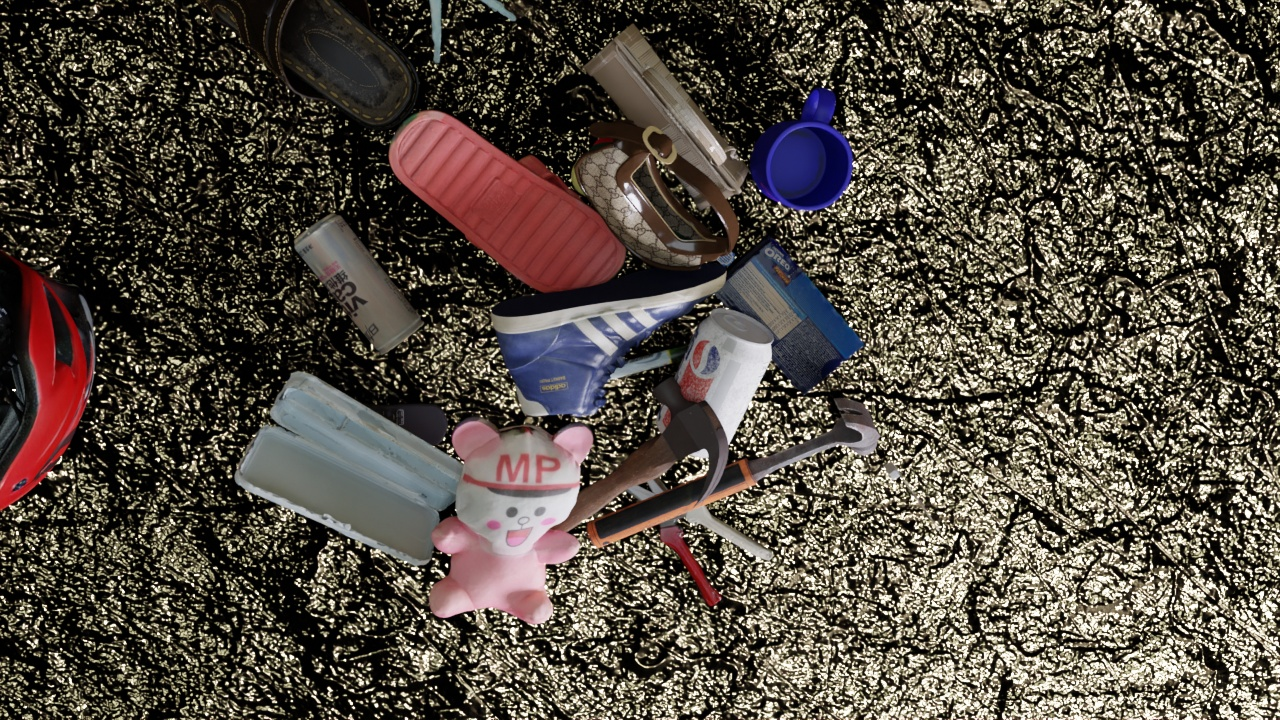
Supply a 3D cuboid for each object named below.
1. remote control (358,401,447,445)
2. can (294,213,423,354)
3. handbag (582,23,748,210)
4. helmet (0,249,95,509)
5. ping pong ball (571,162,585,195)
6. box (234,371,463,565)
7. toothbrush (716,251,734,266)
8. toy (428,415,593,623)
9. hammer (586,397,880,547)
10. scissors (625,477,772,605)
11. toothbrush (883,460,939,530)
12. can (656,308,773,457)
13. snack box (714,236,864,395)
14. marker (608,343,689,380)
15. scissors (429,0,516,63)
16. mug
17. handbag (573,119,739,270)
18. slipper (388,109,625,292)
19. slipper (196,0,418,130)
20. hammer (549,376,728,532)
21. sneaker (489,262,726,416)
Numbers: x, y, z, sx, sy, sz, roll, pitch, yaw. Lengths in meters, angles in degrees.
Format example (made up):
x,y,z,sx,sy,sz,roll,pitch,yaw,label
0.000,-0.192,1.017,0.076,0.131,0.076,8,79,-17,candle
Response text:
x,y,z,sx,sy,sz,roll,pitch,yaw,label
-0.263,0.065,0.951,0.124,0.009,0.046,2,105,-4,remote control
-0.273,-0.074,0.890,0.054,0.054,0.135,-34,104,6,can
0.030,-0.209,0.794,0.062,0.197,0.175,-40,103,7,handbag
-0.619,0.027,0.839,0.217,0.167,0.272,29,95,5,helmet
-0.047,-0.177,0.881,0.040,0.040,0.040,-1,105,-3,ping pong ball
-0.282,0.124,0.894,0.215,0.124,0.107,33,143,-15,box
0.029,-0.150,0.905,0.166,0.014,0.016,39,100,-11,toothbrush
-0.129,0.154,0.895,0.142,0.084,0.213,8,107,-12,toy
0.089,0.119,0.932,0.314,0.138,0.035,-23,66,7,hammer
0.057,0.187,0.998,0.179,0.015,0.187,2,105,-2,scissors
0.266,0.133,0.908,0.010,0.181,0.010,-36,99,9,toothbrush
0.074,0.023,0.909,0.078,0.078,0.136,19,115,-8,can
0.149,-0.045,0.934,0.082,0.027,0.150,-40,104,7,snack box
-0.006,0.006,0.944,0.146,0.017,0.017,-15,105,1,marker
-0.185,-0.366,0.836,0.171,0.023,0.168,28,96,-12,scissors
0.154,-0.200,0.862,0.079,0.083,0.111,15,104,-7,mug
0.019,-0.150,0.822,0.063,0.139,0.166,-57,132,-23,handbag
-0.126,-0.148,0.875,0.248,0.059,0.104,32,103,-26,slipper
-0.313,-0.314,0.812,0.268,0.075,0.113,43,98,-13,slipper
-0.049,0.142,0.924,0.324,0.033,0.115,-36,82,25,hammer
-0.020,-0.013,0.892,0.232,0.091,0.118,-13,113,-17,sneaker
